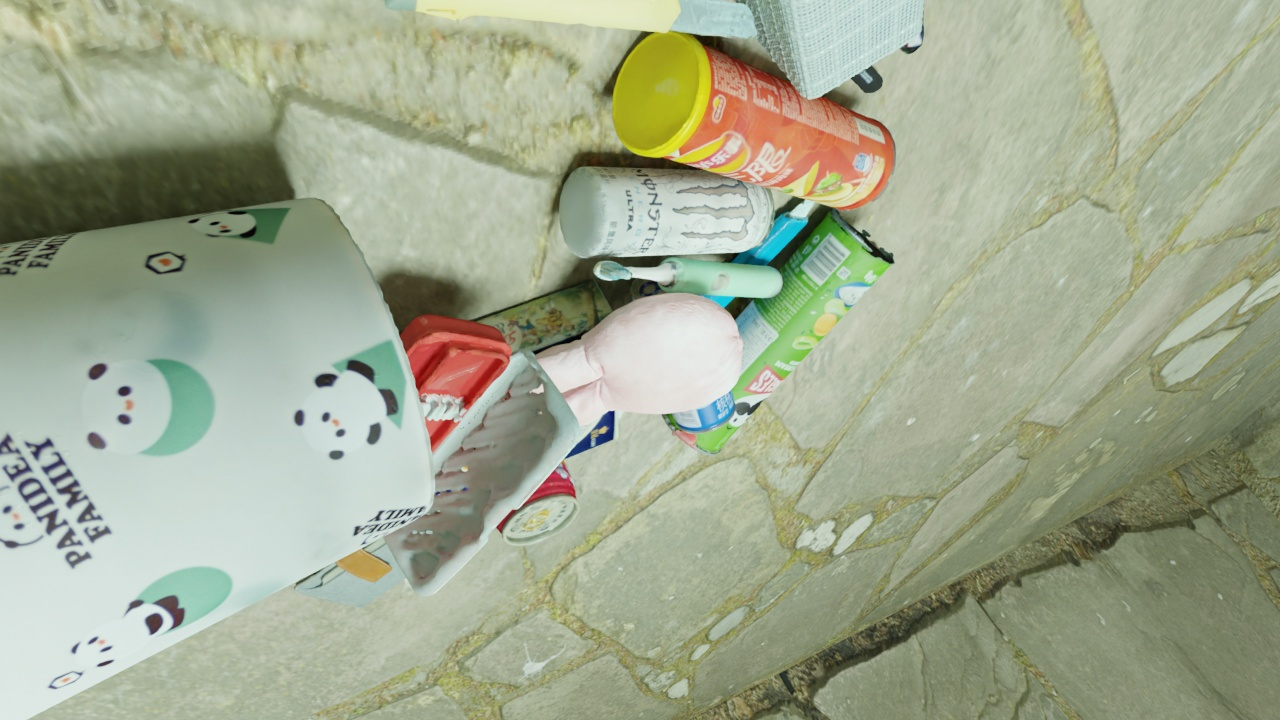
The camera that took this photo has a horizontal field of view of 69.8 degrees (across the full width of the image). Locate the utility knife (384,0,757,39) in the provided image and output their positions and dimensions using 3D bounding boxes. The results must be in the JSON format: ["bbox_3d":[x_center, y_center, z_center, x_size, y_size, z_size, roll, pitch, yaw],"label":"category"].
[{"bbox_3d":[-0.026,-0.181,0.467,0.201,0.021,0.031,1,130,-19],"label":"utility knife"}]

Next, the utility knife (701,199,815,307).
[{"bbox_3d":[0.109,-0.100,0.743,0.235,0.018,0.034,-44,149,26],"label":"utility knife"}]

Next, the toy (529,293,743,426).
[{"bbox_3d":[-0.004,0.004,0.666,0.159,0.054,0.121,-16,140,8],"label":"toy"}]

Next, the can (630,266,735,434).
[{"bbox_3d":[0.035,-0.008,0.732,0.053,0.053,0.135,-26,123,-8],"label":"can"}]

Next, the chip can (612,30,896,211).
[{"bbox_3d":[0.082,-0.148,0.592,0.216,0.073,0.073,2,138,-45],"label":"chip can"}]

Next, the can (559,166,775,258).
[{"bbox_3d":[0.020,-0.101,0.622,0.146,0.058,0.058,-6,143,-35],"label":"can"}]

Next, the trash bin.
[{"bbox_3d":[-0.254,0.038,0.443,0.251,0.229,0.230,-21,150,-27],"label":"trash bin"}]

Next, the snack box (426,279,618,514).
[{"bbox_3d":[-0.107,0.034,0.732,0.182,0.045,0.178,-21,148,-14],"label":"snack box"}]

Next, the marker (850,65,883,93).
[{"bbox_3d":[0.133,-0.204,0.607,0.018,0.015,0.123,-39,152,24],"label":"marker"}]

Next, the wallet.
[{"bbox_3d":[-0.243,0.187,0.858,0.130,0.037,0.106,-35,151,8],"label":"wallet"}]

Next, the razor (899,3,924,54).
[{"bbox_3d":[0.172,-0.242,0.575,0.042,0.022,0.143,-28,151,1],"label":"razor"}]

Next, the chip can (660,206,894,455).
[{"bbox_3d":[0.114,-0.021,0.796,0.072,0.072,0.236,11,126,-50],"label":"chip can"}]

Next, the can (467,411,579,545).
[{"bbox_3d":[-0.090,0.081,0.676,0.066,0.093,0.067,-22,148,-14],"label":"can"}]

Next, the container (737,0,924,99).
[{"bbox_3d":[0.098,-0.213,0.489,0.090,0.090,0.111,-31,154,3],"label":"container"}]

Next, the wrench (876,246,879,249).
[{"bbox_3d":[0.107,-0.028,0.857,0.273,0.016,0.056,-31,151,3],"label":"wrench"}]

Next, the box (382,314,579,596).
[{"bbox_3d":[-0.142,0.072,0.616,0.110,0.100,0.202,10,132,-47],"label":"box"}]

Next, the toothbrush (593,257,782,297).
[{"bbox_3d":[0.040,-0.061,0.663,0.224,0.027,0.026,-3,109,-53],"label":"toothbrush"}]
